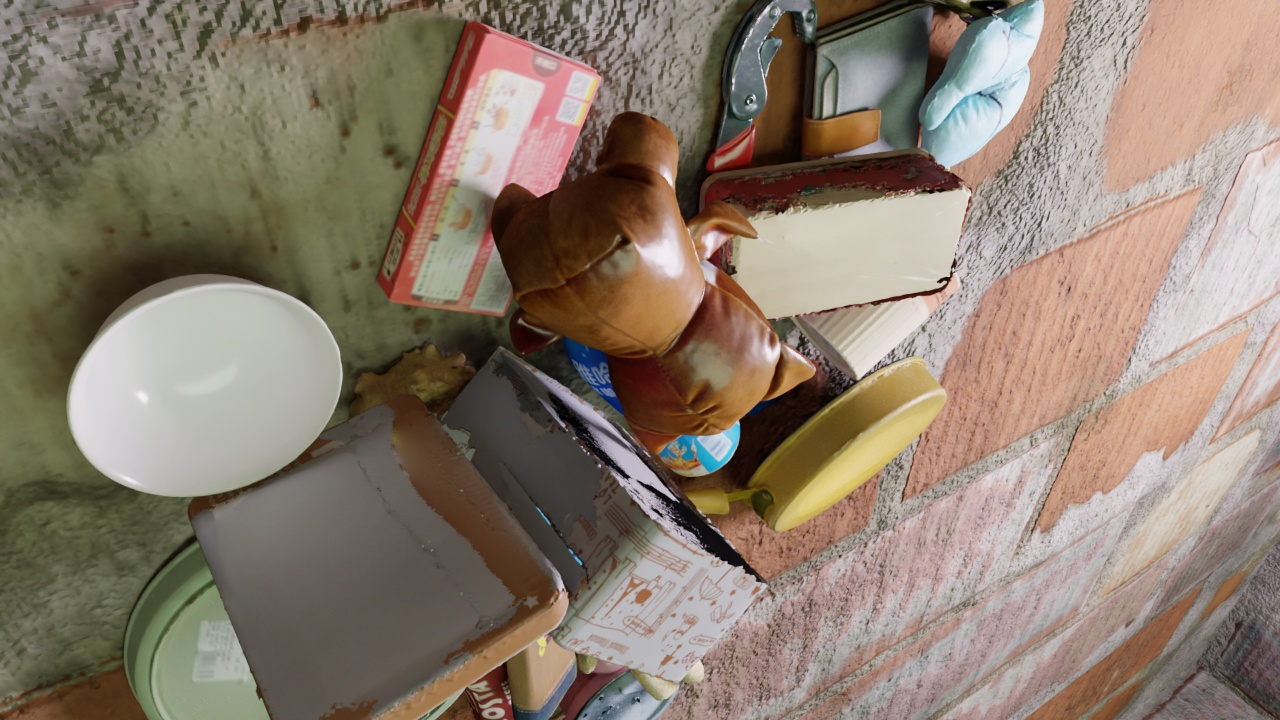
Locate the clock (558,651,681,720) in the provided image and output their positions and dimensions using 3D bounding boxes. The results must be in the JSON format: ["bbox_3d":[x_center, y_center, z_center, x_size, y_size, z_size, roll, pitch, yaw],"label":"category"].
[{"bbox_3d":[-0.019,0.281,0.837,0.117,0.060,0.159,1,123,-38],"label":"clock"}]

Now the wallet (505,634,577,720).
[{"bbox_3d":[-0.077,0.206,0.697,0.090,0.033,0.115,-49,137,-66],"label":"wallet"}]

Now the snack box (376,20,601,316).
[{"bbox_3d":[-0.084,-0.098,0.500,0.075,0.025,0.153,6,118,-41],"label":"snack box"}]

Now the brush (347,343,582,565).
[{"bbox_3d":[-0.096,0.079,0.612,0.083,0.046,0.255,-44,133,-8],"label":"brush"}]

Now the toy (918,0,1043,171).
[{"bbox_3d":[0.231,-0.181,0.633,0.161,0.050,0.157,-35,161,-31],"label":"toy"}]

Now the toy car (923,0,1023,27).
[{"bbox_3d":[0.224,-0.253,0.591,0.157,0.042,0.070,-9,120,-49],"label":"toy car"}]

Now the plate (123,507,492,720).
[{"bbox_3d":[-0.205,0.187,0.594,0.230,0.027,0.231,-11,123,-17],"label":"plate"}]

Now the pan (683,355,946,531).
[{"bbox_3d":[0.102,0.097,0.775,0.356,0.078,0.198,-28,155,-21],"label":"pan"}]

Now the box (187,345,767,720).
[{"bbox_3d":[-0.075,0.087,0.480,0.270,0.179,0.134,-2,121,-39],"label":"box"}]

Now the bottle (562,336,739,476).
[{"bbox_3d":[-0.004,0.004,0.615,0.065,0.065,0.218,-44,133,-2],"label":"bottle"}]

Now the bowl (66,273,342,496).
[{"bbox_3d":[-0.214,0.000,0.445,0.118,0.065,0.118,-22,134,-25],"label":"bowl"}]

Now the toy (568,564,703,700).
[{"bbox_3d":[-0.005,0.224,0.764,0.105,0.066,0.157,-32,112,15],"label":"toy"}]

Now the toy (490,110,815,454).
[{"bbox_3d":[0.007,-0.030,0.508,0.140,0.130,0.199,-24,126,27],"label":"toy"}]

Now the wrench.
[{"bbox_3d":[0.056,-0.108,0.613,0.056,0.016,0.274,-4,124,-31],"label":"wrench"}]

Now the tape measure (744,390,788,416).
[{"bbox_3d":[0.101,0.012,0.741,0.054,0.025,0.058,-27,140,-22],"label":"tape measure"}]

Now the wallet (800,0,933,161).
[{"bbox_3d":[0.154,-0.169,0.628,0.106,0.037,0.130,-27,136,-21],"label":"wallet"}]

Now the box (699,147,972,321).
[{"bbox_3d":[0.127,-0.079,0.596,0.168,0.076,0.091,-10,127,-13],"label":"box"}]

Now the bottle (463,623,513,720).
[{"bbox_3d":[-0.119,0.239,0.721,0.057,0.057,0.175,-28,136,-19],"label":"bottle"}]

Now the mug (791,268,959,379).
[{"bbox_3d":[0.170,-0.057,0.702,0.106,0.081,0.114,-44,127,1],"label":"mug"}]
